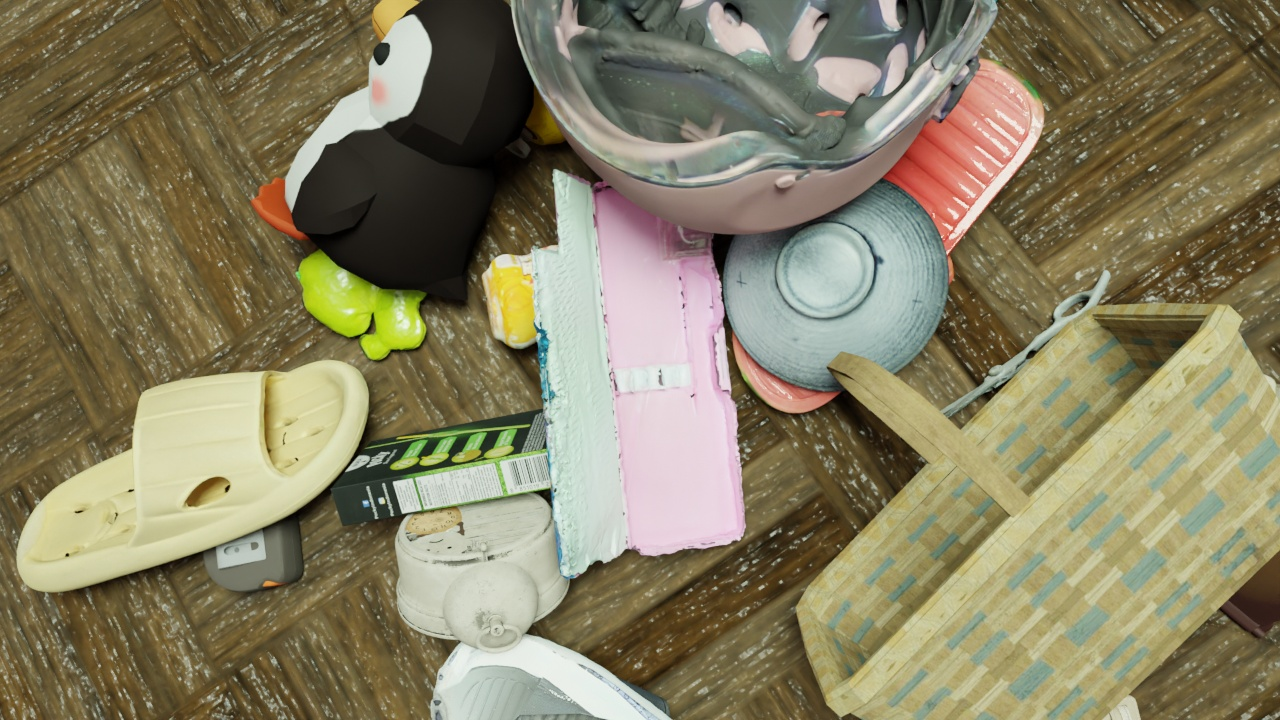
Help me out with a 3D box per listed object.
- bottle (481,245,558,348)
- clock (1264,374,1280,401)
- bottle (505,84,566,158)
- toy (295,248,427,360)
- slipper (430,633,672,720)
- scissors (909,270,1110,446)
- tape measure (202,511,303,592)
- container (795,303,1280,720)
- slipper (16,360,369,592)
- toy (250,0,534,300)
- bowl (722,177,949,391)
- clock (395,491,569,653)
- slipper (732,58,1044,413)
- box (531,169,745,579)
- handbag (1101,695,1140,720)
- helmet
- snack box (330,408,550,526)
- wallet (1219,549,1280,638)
[{"bbox_3d":[-0.047,-0.045,0.605,0.109,0.063,0.063,-11,78,-11],"label":"bottle"},{"bbox_3d":[0.364,0.049,0.520,0.141,0.093,0.054,35,89,3],"label":"clock"},{"bbox_3d":[-0.043,-0.213,0.632,0.071,0.071,0.163,32,84,11],"label":"bottle"},{"bbox_3d":[-0.191,-0.047,0.636,0.093,0.036,0.094,2,86,2],"label":"toy"},{"bbox_3d":[-0.004,0.249,0.545,0.264,0.063,0.111,26,83,-2],"label":"slipper"},{"bbox_3d":[0.235,-0.001,0.582,0.162,0.117,0.014,-30,105,33],"label":"scissors"},{"bbox_3d":[-0.258,0.123,0.608,0.059,0.038,0.058,-11,78,4],"label":"tape measure"},{"bbox_3d":[0.173,0.064,0.467,0.186,0.157,0.250,43,95,0],"label":"container"},{"bbox_3d":[-0.302,0.069,0.587,0.261,0.079,0.111,-24,52,7],"label":"slipper"},{"bbox_3d":[-0.125,-0.136,0.568,0.140,0.158,0.185,39,122,-4],"label":"toy"},{"bbox_3d":[0.110,-0.050,0.539,0.137,0.057,0.137,0,88,17],"label":"bowl"},{"bbox_3d":[-0.091,0.119,0.531,0.103,0.157,0.061,-8,109,-14],"label":"clock"},{"bbox_3d":[0.152,-0.076,0.588,0.103,0.059,0.249,40,100,15],"label":"slipper"},{"bbox_3d":[-0.012,0.004,0.549,0.063,0.160,0.230,-9,86,47],"label":"box"},{"bbox_3d":[0.280,0.276,0.511,0.198,0.062,0.175,-10,78,0],"label":"handbag"},{"bbox_3d":[0.068,-0.178,0.503,0.230,0.152,0.255,31,78,18],"label":"helmet"},{"bbox_3d":[-0.108,0.063,0.580,0.147,0.080,0.025,-11,105,4],"label":"snack box"},{"bbox_3d":[0.349,0.102,0.510,0.091,0.116,0.018,42,55,12],"label":"wallet"}]
